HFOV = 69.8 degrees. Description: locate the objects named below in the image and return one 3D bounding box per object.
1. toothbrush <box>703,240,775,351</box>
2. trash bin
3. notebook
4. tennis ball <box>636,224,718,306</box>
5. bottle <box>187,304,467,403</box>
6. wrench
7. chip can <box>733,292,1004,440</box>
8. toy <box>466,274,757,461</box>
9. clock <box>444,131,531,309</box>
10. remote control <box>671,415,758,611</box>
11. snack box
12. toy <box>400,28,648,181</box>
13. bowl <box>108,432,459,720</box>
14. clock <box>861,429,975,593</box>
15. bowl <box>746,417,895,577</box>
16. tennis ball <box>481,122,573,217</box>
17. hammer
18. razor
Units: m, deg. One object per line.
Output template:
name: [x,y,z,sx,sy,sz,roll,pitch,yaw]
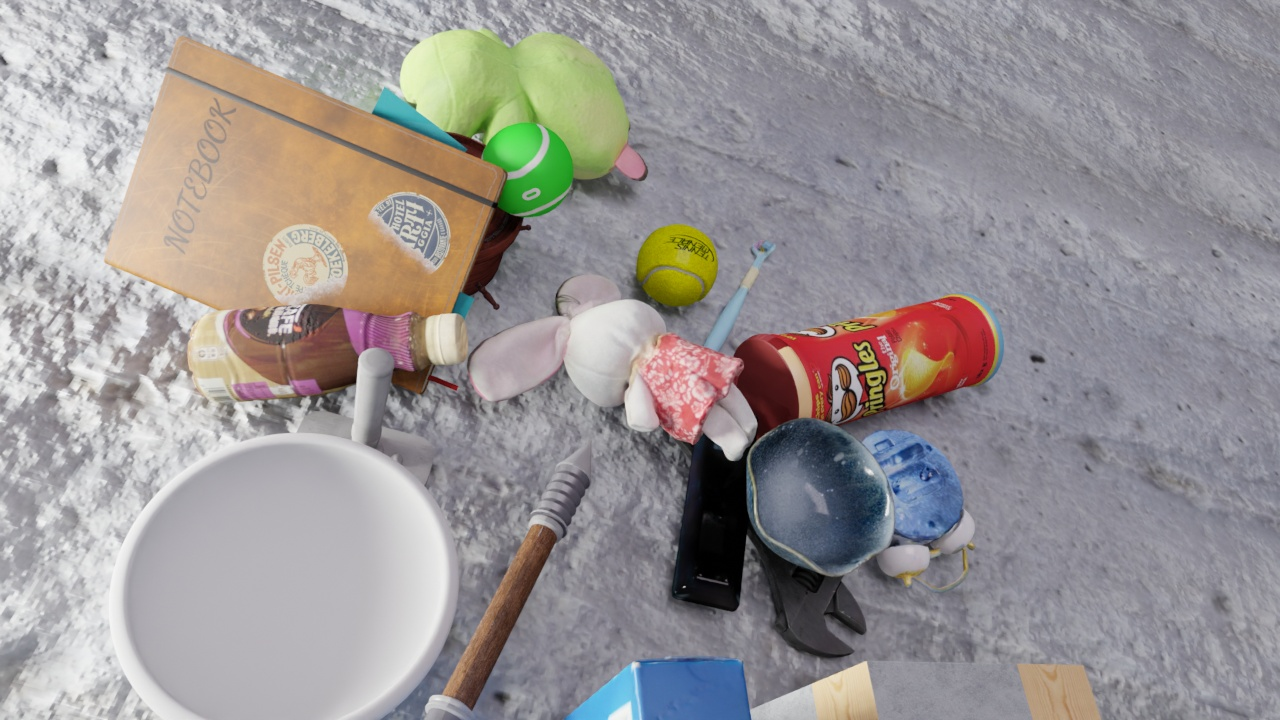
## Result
toothbrush: [0.081,-0.051,0.769,0.022,0.016,0.154,9,48,26]
trash bin: [0.154,0.292,0.455,0.142,0.143,0.246,9,56,-23]
notebook: [-0.215,-0.100,0.614,0.249,0.014,0.178,23,97,0]
tennis ball: [0.029,-0.076,0.736,0.065,0.066,0.065,9,56,-14]
bottle: [-0.195,-0.008,0.585,0.166,0.060,0.059,-4,58,1]
wrench: [0.067,0.095,0.668,0.073,0.018,0.273,-26,68,-31]
chip can: [0.182,0.003,0.726,0.213,0.087,0.087,-13,63,-27]
toy: [-0.004,0.004,0.649,0.194,0.084,0.158,26,43,15]
clock: [-0.164,-0.109,0.684,0.157,0.072,0.120,20,54,-7]
remote control: [0.055,0.096,0.640,0.047,0.022,0.150,13,56,-4]
snack box: [0.001,0.278,0.412,0.056,0.196,0.238,5,57,-20]
toy: [-0.096,-0.219,0.767,0.196,0.107,0.150,-7,59,-14]
bowl: [-0.195,0.132,0.518,0.176,0.066,0.176,9,56,-14]
clock: [0.197,0.112,0.680,0.088,0.052,0.125,-17,65,-29]
bowl: [0.114,0.099,0.632,0.110,0.055,0.110,9,59,-16]
tennis ball: [-0.080,-0.134,0.644,0.065,0.066,0.065,9,56,-14]
hammer: [-0.083,0.153,0.484,0.156,0.043,0.321,37,42,-10]
razor: [-0.166,0.034,0.562,0.088,0.116,0.047,16,49,-9]
